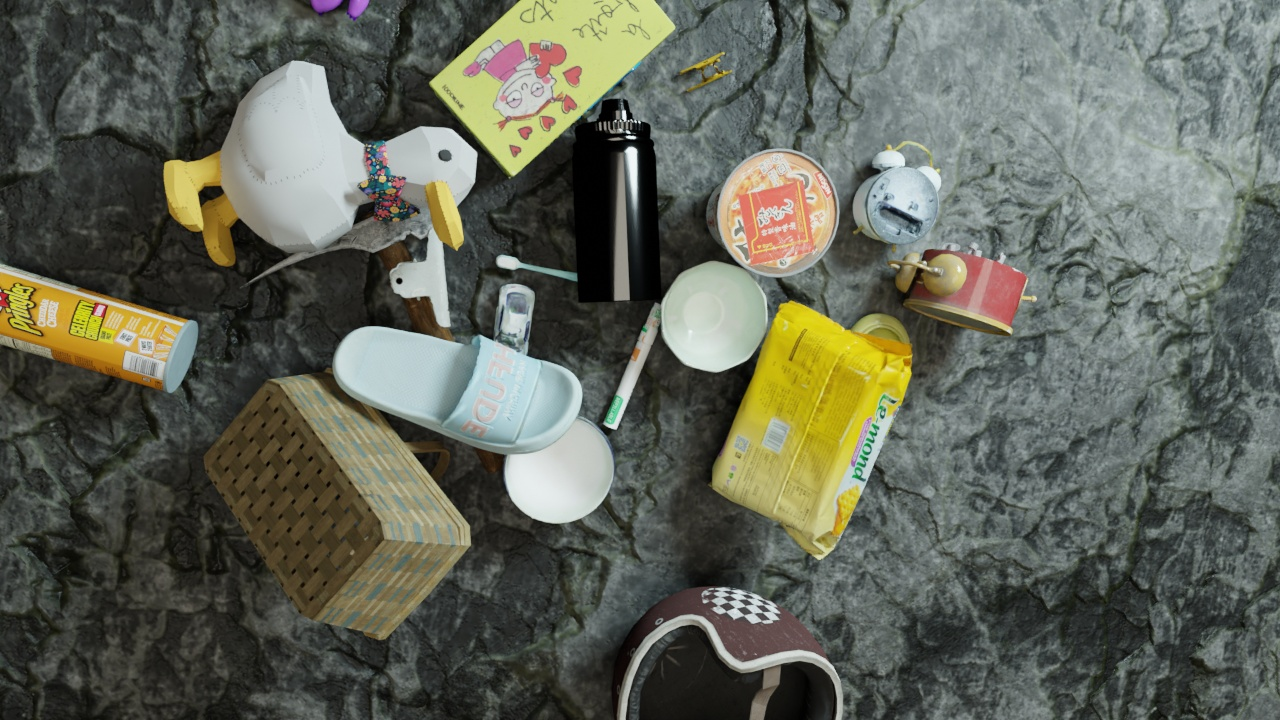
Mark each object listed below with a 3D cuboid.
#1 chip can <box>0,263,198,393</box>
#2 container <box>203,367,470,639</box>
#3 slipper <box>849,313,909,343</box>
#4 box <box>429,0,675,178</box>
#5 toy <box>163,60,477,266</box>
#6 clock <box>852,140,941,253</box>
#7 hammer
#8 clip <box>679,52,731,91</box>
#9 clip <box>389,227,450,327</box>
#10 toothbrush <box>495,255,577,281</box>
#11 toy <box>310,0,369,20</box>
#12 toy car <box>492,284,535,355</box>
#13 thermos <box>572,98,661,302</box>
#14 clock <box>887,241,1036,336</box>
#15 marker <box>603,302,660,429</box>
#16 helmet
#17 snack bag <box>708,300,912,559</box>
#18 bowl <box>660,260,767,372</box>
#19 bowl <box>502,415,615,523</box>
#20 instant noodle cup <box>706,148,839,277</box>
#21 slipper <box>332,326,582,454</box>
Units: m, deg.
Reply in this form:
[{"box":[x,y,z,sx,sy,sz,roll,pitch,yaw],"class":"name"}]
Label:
[{"box":[-0.549,-0.036,0.878,0.215,0.075,0.075,18,95,-12],"class":"chip can"},{"box":[-0.279,0.135,0.905,0.158,0.186,0.250,-48,67,8],"class":"container"},{"box":[0.240,0.035,1.021,0.091,0.081,0.190,37,89,-16],"class":"slipper"},{"box":[-0.087,-0.298,0.912,0.221,0.082,0.124,-40,103,0],"class":"box"},{"box":[-0.293,-0.181,0.858,0.267,0.141,0.246,-21,71,-8],"class":"toy"},{"box":[0.283,-0.182,1.004,0.083,0.057,0.117,23,95,-12],"class":"clock"},{"box":[-0.245,-0.001,0.955,0.217,0.037,0.300,-25,103,-5],"class":"hammer"},{"box":[0.072,-0.299,0.957,0.054,0.049,0.044,-25,137,-6],"class":"clip"},{"box":[-0.219,-0.080,0.908,0.056,0.046,0.102,-8,101,-22],"class":"clip"},{"box":[-0.065,-0.088,0.982,0.180,0.016,0.016,11,96,-12],"class":"toothbrush"},{"box":[-0.283,-0.382,0.876,0.088,0.056,0.106,-16,101,-5],"class":"toy"},{"box":[-0.135,-0.036,0.972,0.038,0.027,0.090,6,98,-13],"class":"toy car"},{"box":[-0.025,-0.160,0.935,0.086,0.086,0.198,-3,93,-9],"class":"thermos"},{"box":[0.344,-0.088,0.999,0.158,0.117,0.081,17,92,-19],"class":"clock"},{"box":[-0.006,0.006,1.006,0.017,0.017,0.145,21,95,-12],"class":"marker"},{"box":[0.087,0.365,0.957,0.233,0.254,0.233,-7,107,-33],"class":"helmet"},{"box":[0.171,0.068,0.967,0.160,0.068,0.247,28,106,30],"class":"snack bag"},{"box":[0.072,-0.050,0.988,0.117,0.061,0.117,-2,99,-10],"class":"bowl"},{"box":[-0.090,0.109,0.984,0.118,0.062,0.118,-1,97,-12],"class":"bowl"},{"box":[0.124,-0.151,0.949,0.123,0.122,0.123,-1,99,-10],"class":"instant noodle cup"},{"box":[-0.178,0.022,0.900,0.245,0.074,0.103,15,68,-9],"class":"slipper"}]
